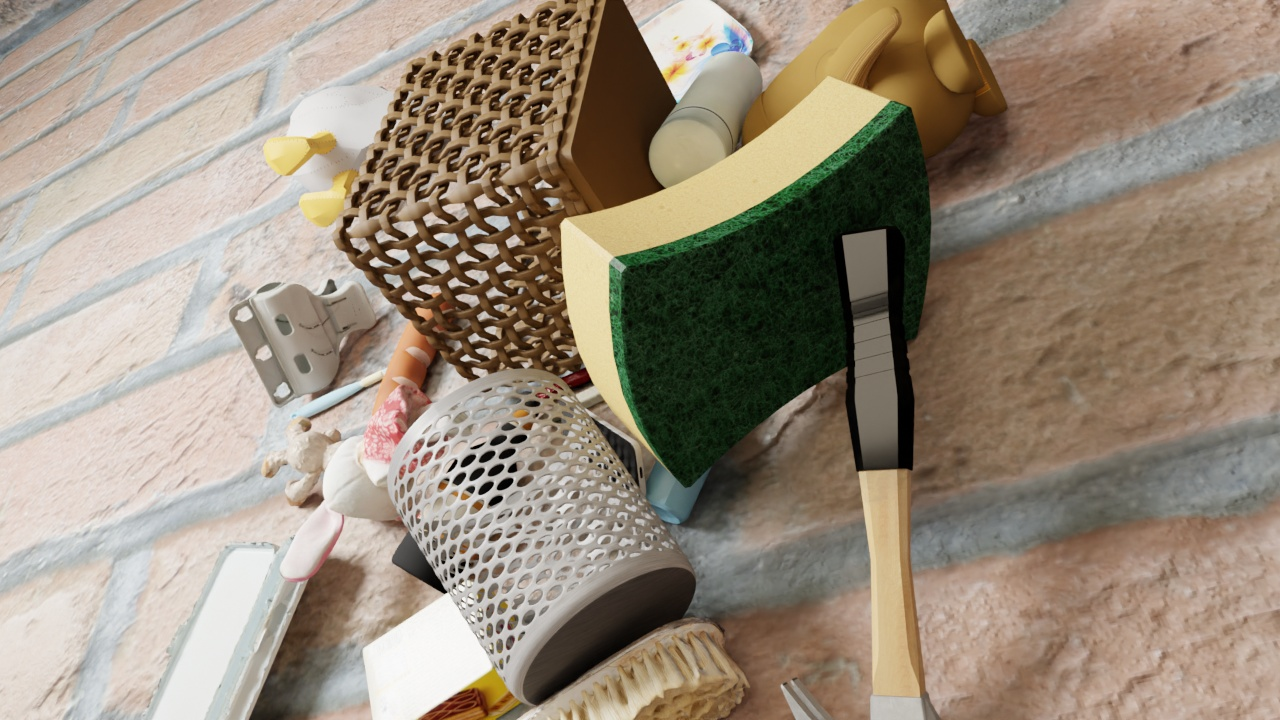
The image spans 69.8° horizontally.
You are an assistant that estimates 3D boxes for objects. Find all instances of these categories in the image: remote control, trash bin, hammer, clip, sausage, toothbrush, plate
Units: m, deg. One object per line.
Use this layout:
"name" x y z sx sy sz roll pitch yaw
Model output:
"remote control" -0.033 0.066 0.731 0.008 0.045 0.147 -14 19 -24
"trash bin" -0.068 0.124 0.645 0.156 0.156 0.183 -40 56 -1
"hammer" 0.146 0.081 0.546 0.131 0.039 0.328 -6 78 24
"clip" -0.363 -0.034 0.999 0.074 0.125 0.143 13 38 37
"sausage" -0.231 0.001 0.935 0.044 0.039 0.164 -1 57 28
"toothbrush" -0.311 0.032 0.979 0.155 0.016 0.022 -25 85 13
"plate" 0.026 -0.328 1.037 0.187 0.016 0.186 -35 45 5

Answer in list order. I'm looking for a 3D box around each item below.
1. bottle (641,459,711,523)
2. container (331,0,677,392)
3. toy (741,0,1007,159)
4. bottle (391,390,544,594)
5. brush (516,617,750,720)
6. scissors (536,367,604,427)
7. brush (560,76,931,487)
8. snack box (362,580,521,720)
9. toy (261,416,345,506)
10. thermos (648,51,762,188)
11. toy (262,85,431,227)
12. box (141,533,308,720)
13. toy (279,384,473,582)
"bottle" 0.043 0.061 0.713 0.040 0.040 0.129 10 63 37
"container" -0.086 -0.148 0.818 0.215 0.219 0.251 -13 47 24
"toy" 0.179 -0.203 0.763 0.204 0.198 0.162 -27 73 32
"bottle" -0.137 0.106 0.780 0.059 0.059 0.181 15 66 39
"brush" -0.053 0.260 0.593 0.271 0.083 0.056 -35 45 4
"scissors" -0.009 0.001 0.812 0.187 0.015 0.146 -48 45 -11
"brush" 0.080 -0.051 0.629 0.249 0.195 0.075 -31 43 -15
"snack box" -0.143 0.232 0.687 0.106 0.061 0.083 -34 45 5
"toy" -0.309 0.094 0.904 0.106 0.074 0.085 -2 43 26
"thermos" 0.065 -0.222 0.839 0.068 0.068 0.229 -13 28 24
"toy" -0.375 -0.289 1.188 0.247 0.141 0.266 -17 32 20
"box" -0.368 0.257 0.827 0.193 0.061 0.209 -21 45 43
"toy" -0.220 0.094 0.785 0.195 0.084 0.158 -41 10 21
